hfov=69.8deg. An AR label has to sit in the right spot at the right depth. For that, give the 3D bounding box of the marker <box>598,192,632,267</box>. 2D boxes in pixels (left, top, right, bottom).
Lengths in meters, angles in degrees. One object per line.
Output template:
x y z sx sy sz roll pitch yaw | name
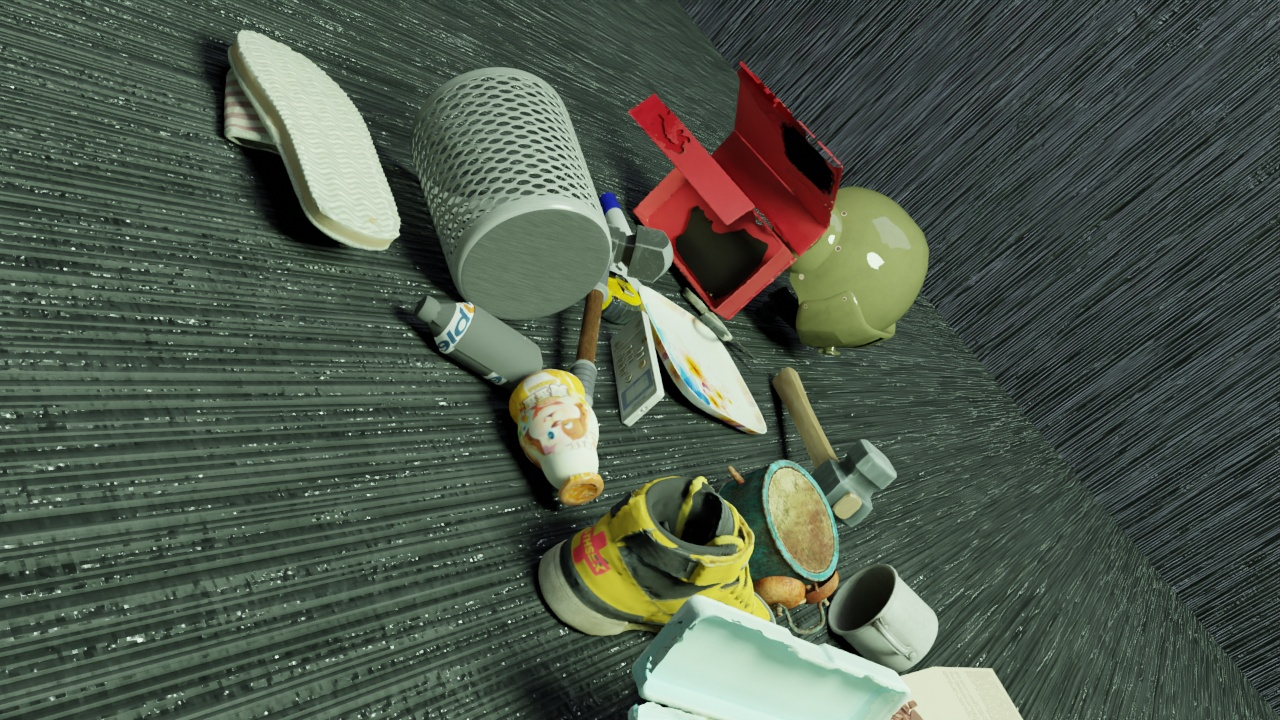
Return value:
-0.026 -0.164 1.183 0.023 0.027 0.133 22 36 -44 | marker

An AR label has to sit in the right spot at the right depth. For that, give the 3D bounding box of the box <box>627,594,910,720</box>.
0.082 0.223 0.543 0.197 0.078 0.122 29 49 -32 | box

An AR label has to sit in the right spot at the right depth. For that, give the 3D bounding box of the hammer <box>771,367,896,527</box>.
0.206 0.089 1.100 0.051 0.117 0.322 39 16 -18 | hammer

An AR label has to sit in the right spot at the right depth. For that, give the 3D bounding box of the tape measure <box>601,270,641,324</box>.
-0.028 -0.072 1.016 0.065 0.037 0.064 21 33 -45 | tape measure

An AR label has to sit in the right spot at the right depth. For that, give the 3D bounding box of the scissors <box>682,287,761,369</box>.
0.108 -0.040 1.210 0.157 0.012 0.170 52 11 28 | scissors

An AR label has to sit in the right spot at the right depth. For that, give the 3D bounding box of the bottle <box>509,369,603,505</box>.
-0.062 0.060 0.716 0.063 0.063 0.109 21 34 -46 | bottle

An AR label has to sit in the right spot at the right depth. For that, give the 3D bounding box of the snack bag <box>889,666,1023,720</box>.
0.281 0.342 0.840 0.206 0.070 0.094 21 34 -46 | snack bag

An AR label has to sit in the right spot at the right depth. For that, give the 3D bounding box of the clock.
0.127 0.175 0.846 0.121 0.073 0.157 7 60 -49 | clock

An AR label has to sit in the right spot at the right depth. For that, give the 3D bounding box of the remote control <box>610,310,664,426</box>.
-0.005 0.005 0.915 0.011 0.050 0.135 34 27 -29 | remote control

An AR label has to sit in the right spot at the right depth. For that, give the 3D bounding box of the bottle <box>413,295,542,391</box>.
-0.131 -0.016 0.740 0.112 0.047 0.047 34 26 -27 | bottle

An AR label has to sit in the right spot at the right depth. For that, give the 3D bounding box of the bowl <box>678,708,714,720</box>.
0.081 0.286 0.603 0.188 0.060 0.219 28 30 -37 | bowl

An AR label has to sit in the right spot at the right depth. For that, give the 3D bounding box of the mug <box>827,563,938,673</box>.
0.236 0.255 0.878 0.070 0.084 0.113 44 7 -12 | mug

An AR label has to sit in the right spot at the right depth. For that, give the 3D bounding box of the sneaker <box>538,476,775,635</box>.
0.050 0.155 0.681 0.238 0.122 0.086 23 34 -41 | sneaker

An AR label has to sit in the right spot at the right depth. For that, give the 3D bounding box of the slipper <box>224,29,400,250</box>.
-0.274 -0.176 0.747 0.115 0.052 0.262 12 37 -50 | slipper

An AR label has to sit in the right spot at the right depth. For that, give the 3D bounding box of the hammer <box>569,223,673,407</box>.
-0.047 -0.045 0.895 0.156 0.043 0.321 13 38 -6 | hammer

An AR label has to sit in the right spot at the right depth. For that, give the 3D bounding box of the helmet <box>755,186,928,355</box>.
0.284 -0.126 1.328 0.249 0.256 0.233 7 42 -57 | helmet

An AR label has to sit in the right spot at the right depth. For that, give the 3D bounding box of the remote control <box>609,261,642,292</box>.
-0.028 -0.108 1.111 0.146 0.008 0.045 47 23 0 | remote control

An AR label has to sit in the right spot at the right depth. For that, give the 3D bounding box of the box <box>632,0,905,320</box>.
0.167 -0.253 1.204 0.123 0.379 0.211 -7 53 -48 | box

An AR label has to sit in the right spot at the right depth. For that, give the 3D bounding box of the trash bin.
-0.118 -0.148 0.844 0.156 0.157 0.183 22 36 -44 | trash bin

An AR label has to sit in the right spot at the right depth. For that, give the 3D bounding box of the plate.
0.068 0.003 1.072 0.186 0.016 0.186 28 29 -47 | plate
